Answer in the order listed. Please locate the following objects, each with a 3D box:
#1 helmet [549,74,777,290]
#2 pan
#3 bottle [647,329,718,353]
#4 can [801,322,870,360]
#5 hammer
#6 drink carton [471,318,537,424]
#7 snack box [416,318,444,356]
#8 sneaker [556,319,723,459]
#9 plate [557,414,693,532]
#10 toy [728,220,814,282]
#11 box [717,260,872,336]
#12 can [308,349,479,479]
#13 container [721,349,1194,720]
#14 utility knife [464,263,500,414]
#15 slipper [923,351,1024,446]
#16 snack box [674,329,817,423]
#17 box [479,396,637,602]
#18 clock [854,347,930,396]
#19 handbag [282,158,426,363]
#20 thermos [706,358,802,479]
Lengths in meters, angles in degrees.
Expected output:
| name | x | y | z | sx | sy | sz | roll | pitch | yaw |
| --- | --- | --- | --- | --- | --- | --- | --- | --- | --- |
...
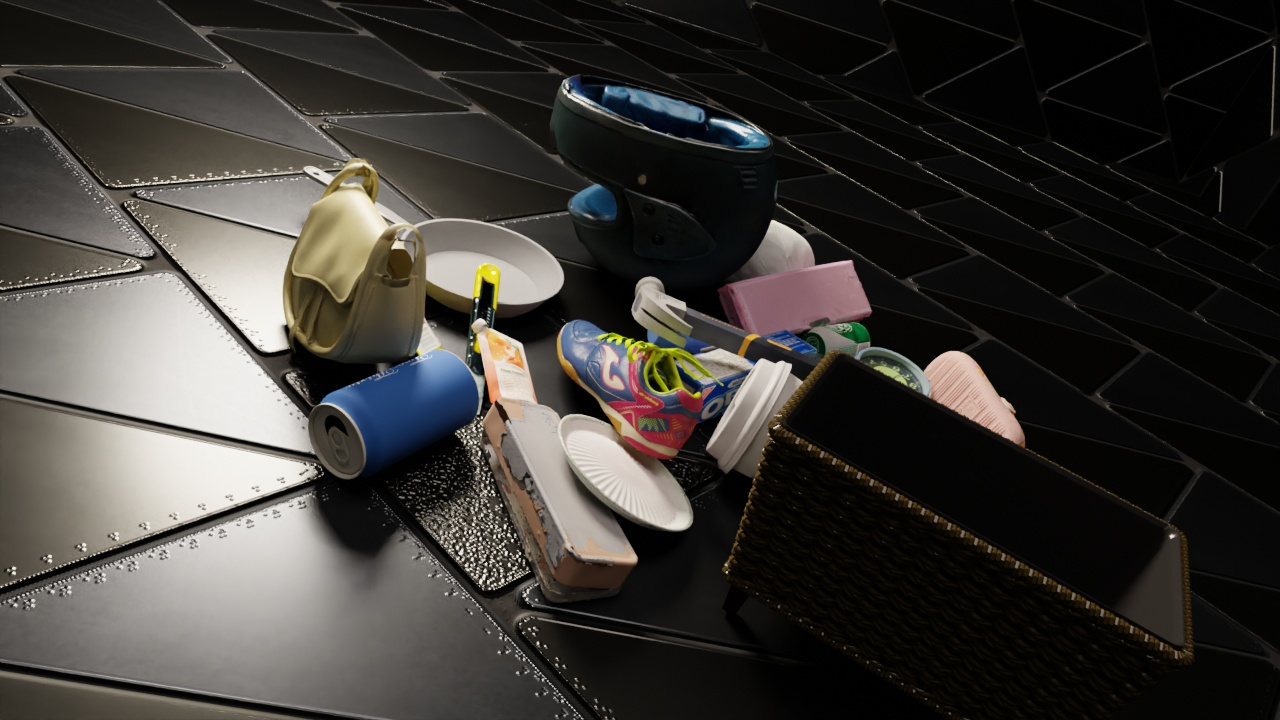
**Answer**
| name | x | y | z | sx | sy | sz | roll | pitch | yaw |
| --- | --- | --- | --- | --- | --- | --- | --- | --- | --- |
| helmet | 0.019 | -0.220 | 1.230 | 0.316 | 0.236 | 0.248 | 15 | 31 | -5 |
| pan | -0.264 | -0.148 | 1.134 | 0.357 | 0.051 | 0.200 | 25 | 31 | 7 |
| bottle | 0.077 | -0.031 | 1.151 | 0.131 | 0.048 | 0.048 | 9 | 33 | -19 |
| can | 0.265 | -0.022 | 1.239 | 0.101 | 0.053 | 0.053 | -9 | 41 | -40 |
| hammer | 0.139 | -0.012 | 1.042 | 0.312 | 0.035 | 0.139 | 21 | 18 | -7 |
| drink carton | -0.138 | 0.010 | 0.950 | 0.069 | 0.039 | 0.122 | 28 | 30 | -39 |
| snack box | -0.235 | -0.033 | 0.958 | 0.025 | 0.061 | 0.149 | -32 | 51 | -12 |
| sneaker | -0.007 | 0.006 | 0.982 | 0.116 | 0.091 | 0.242 | 18 | 20 | -40 |
| plate | -0.016 | 0.108 | 0.864 | 0.157 | 0.014 | 0.156 | 35 | 16 | -12 |
| toy | 0.196 | -0.125 | 1.331 | 0.138 | 0.102 | 0.179 | -6 | 59 | -16 |
| box | 0.215 | -0.080 | 1.257 | 0.232 | 0.037 | 0.098 | -15 | 78 | -31 |
| can | -0.218 | 0.046 | 0.828 | 0.079 | 0.079 | 0.145 | 33 | 33 | 20 |
| container | 0.239 | 0.174 | 0.765 | 0.321 | 0.205 | 0.176 | 30 | 32 | 15 |
| utility knife | -0.172 | -0.027 | 0.990 | 0.028 | 0.020 | 0.212 | 9 | 48 | -14 |
| slipper | 0.434 | 0.068 | 1.168 | 0.081 | 0.093 | 0.197 | 16 | 30 | -27 |
| snack box | 0.121 | 0.016 | 1.093 | 0.225 | 0.059 | 0.059 | -14 | 42 | -45 |
| box | -0.079 | 0.117 | 0.825 | 0.081 | 0.063 | 0.216 | 11 | 31 | -36 |
| clock | 0.301 | 0.045 | 1.151 | 0.118 | 0.060 | 0.161 | 29 | 36 | 11 |
| handbag | -0.278 | -0.081 | 0.882 | 0.088 | 0.191 | 0.233 | 1 | 28 | -33 |
| thermos | 0.191 | 0.102 | 0.947 | 0.222 | 0.132 | 0.131 | 31 | 32 | 3 |
